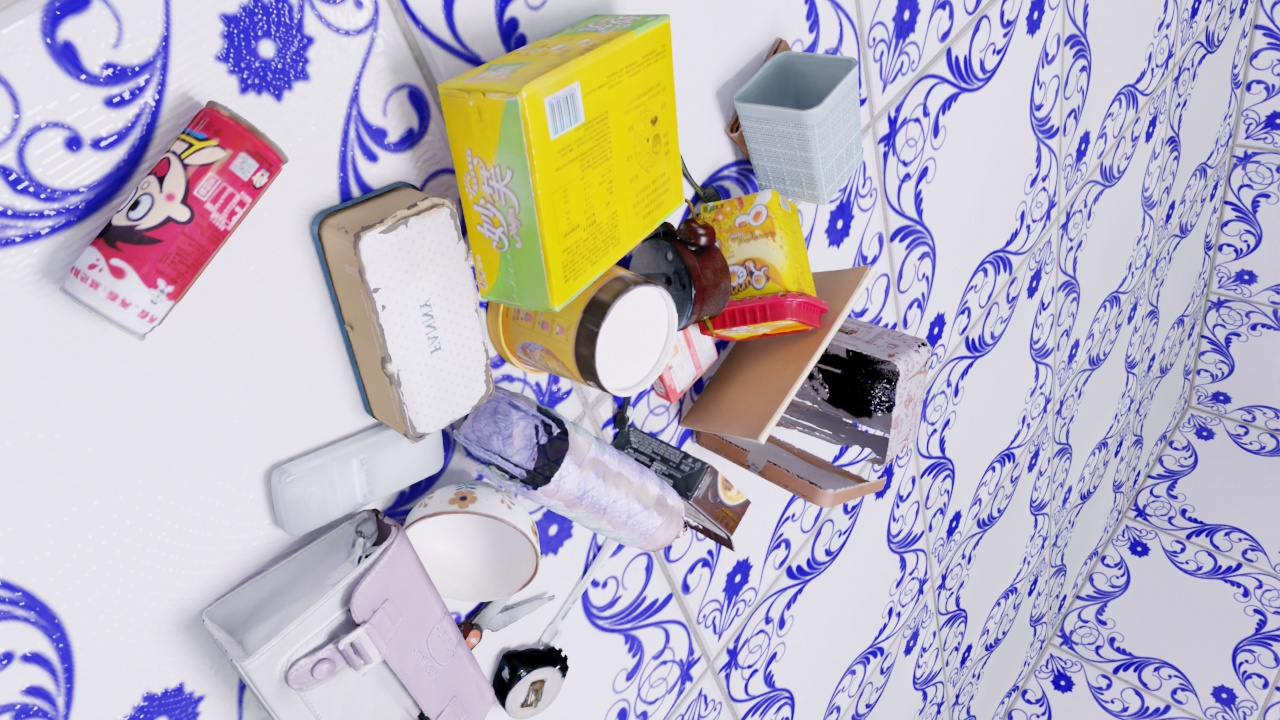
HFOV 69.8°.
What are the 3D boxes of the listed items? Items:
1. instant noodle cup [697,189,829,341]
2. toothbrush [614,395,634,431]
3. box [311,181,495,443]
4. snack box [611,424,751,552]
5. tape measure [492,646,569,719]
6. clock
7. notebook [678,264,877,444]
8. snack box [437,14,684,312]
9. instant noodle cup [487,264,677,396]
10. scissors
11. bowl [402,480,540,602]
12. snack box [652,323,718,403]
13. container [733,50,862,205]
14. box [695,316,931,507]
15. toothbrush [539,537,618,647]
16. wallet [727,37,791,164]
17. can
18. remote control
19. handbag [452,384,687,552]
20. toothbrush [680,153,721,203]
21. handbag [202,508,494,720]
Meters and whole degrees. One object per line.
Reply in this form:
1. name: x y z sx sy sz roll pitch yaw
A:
1. instant noodle cup: 0.109 -0.088 0.872 0.116 0.116 0.123 7 77 -61
2. toothbrush: -0.005 0.005 0.834 0.018 0.015 0.181 -44 157 -36
3. box: -0.164 -0.038 0.646 0.089 0.060 0.184 -31 127 -37
4. snack box: 0.040 0.127 0.913 0.053 0.113 0.125 -58 141 -11
5. tape measure: -0.108 0.312 0.889 0.065 0.033 0.066 6 112 -38
6. clock: 0.033 -0.079 0.793 0.055 0.082 0.122 -13 101 -39
7. notebook: 0.135 -0.011 0.935 0.012 0.150 0.211 42 74 -22
8. snack box: -0.046 -0.152 0.673 0.209 0.070 0.158 -47 140 -47
9. instant noodle cup: -0.042 -0.032 0.740 0.118 0.114 0.119 -24 124 -41
10. scissors: -0.170 0.253 0.808 0.221 0.022 0.210 -58 140 -10
11. bowl: -0.135 0.138 0.744 0.062 0.113 0.113 -88 166 -51
12. snack box: 0.028 -0.036 0.888 0.075 0.025 0.153 -44 136 -24
13. container: 0.154 -0.215 0.863 0.090 0.090 0.111 -49 139 -27
14. box: 0.177 0.053 0.984 0.192 0.183 0.157 -24 124 -44
15. toothbrush: -0.046 0.215 0.936 0.180 0.016 0.016 -56 148 -12
16. wallet: 0.136 -0.244 0.916 0.101 0.020 0.115 37 77 -51
17. can: -0.261 -0.078 0.517 0.132 0.053 0.053 -57 140 -12
18. remote control: -0.207 0.081 0.683 0.135 0.020 0.056 -24 126 -40
19. handbag: -0.058 0.095 0.770 0.194 0.134 0.075 37 79 -49
20. toothbrush: 0.027 -0.193 0.818 0.186 0.017 0.012 42 37 -49
21. handbag: -0.203 0.227 0.684 0.144 0.098 0.197 -41 129 -31
